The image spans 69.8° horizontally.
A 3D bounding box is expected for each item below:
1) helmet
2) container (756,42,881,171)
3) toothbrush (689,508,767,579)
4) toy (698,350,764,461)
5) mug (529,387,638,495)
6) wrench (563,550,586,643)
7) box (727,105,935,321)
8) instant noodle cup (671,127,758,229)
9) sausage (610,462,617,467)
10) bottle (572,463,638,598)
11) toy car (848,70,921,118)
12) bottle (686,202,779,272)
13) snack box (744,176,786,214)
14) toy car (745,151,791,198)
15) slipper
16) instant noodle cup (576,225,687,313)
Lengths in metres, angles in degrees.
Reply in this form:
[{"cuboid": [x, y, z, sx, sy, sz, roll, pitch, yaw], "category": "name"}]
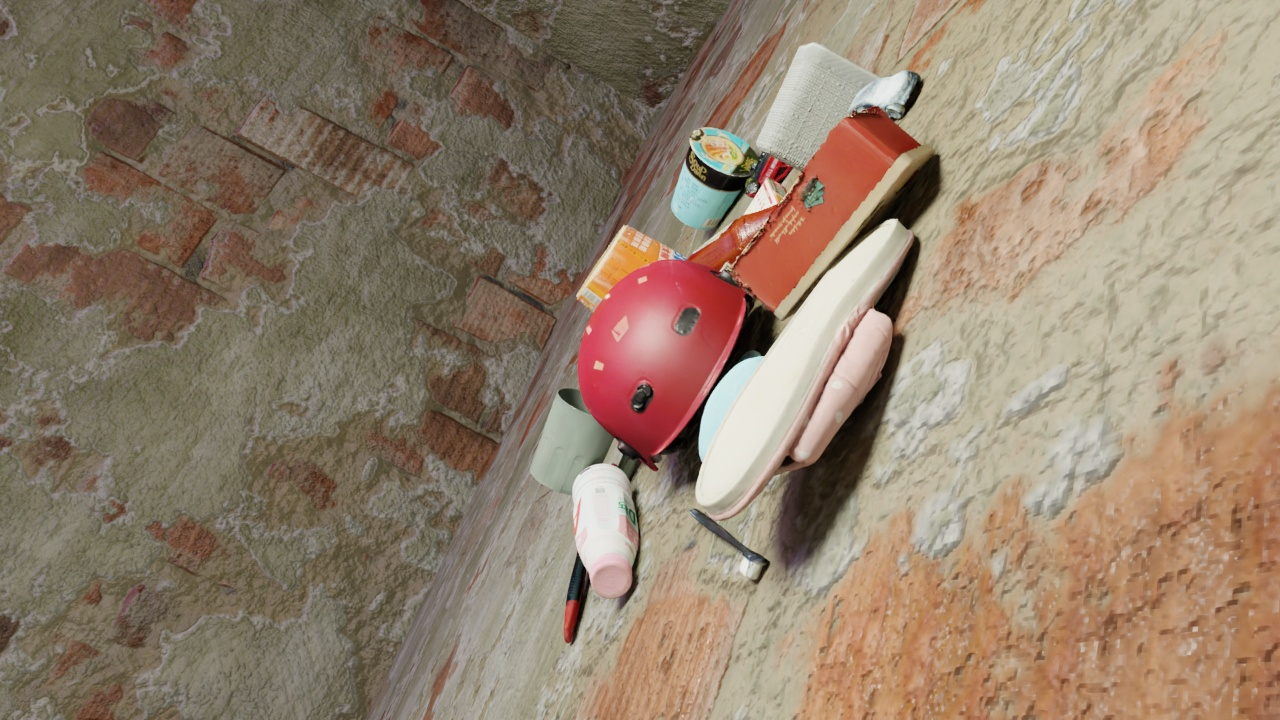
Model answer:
[{"cuboid": [0.013, -0.011, 0.898, 0.207, 0.144, 0.240, -61, -3, 4], "category": "helmet"}, {"cuboid": [0.184, -0.255, 0.956, 0.114, 0.090, 0.090, -62, 9, 13], "category": "container"}, {"cuboid": [0.063, 0.138, 0.715, 0.181, 0.015, 0.018, -162, 91, -79], "category": "toothbrush"}, {"cuboid": [0.082, 0.040, 0.786, 0.161, 0.050, 0.157, -63, 0, -36], "category": "toy"}, {"cuboid": [-0.058, 0.101, 1.081, 0.083, 0.124, 0.103, -123, 54, -67], "category": "mug"}, {"cuboid": [-0.066, 0.217, 1.086, 0.272, 0.016, 0.056, -80, -9, -56], "category": "wrench"}, {"cuboid": [0.146, -0.123, 0.741, 0.091, 0.079, 0.169, -31, -18, -53], "category": "box"}, {"cuboid": [0.100, -0.261, 1.350, 0.111, 0.111, 0.121, -73, 8, -47], "category": "instant noodle cup"}, {"cuboid": [-0.041, 0.171, 1.118, 0.020, 0.020, 0.155, -57, 12, 26], "category": "sausage"}, {"cuboid": [-0.036, 0.177, 0.960, 0.068, 0.068, 0.196, -59, 13, 14], "category": "bottle"}, {"cuboid": [0.229, -0.246, 0.864, 0.043, 0.034, 0.091, -59, 11, -6], "category": "toy car"}, {"cuboid": [0.125, -0.128, 0.941, 0.207, 0.060, 0.059, -34, 27, 44], "category": "bottle"}, {"cuboid": [0.143, -0.157, 1.060, 0.077, 0.027, 0.155, -58, 11, 22], "category": "snack box"}, {"cuboid": [0.168, -0.251, 1.138, 0.121, 0.045, 0.052, -60, 6, 45], "category": "toy car"}, {"cuboid": [0.125, 0.007, 0.636, 0.273, 0.054, 0.114, -54, 9, -30], "category": "slipper"}, {"cuboid": [-0.009, -0.103, 1.237, 0.151, 0.111, 0.151, -55, 7, 10], "category": "instant noodle cup"}]
